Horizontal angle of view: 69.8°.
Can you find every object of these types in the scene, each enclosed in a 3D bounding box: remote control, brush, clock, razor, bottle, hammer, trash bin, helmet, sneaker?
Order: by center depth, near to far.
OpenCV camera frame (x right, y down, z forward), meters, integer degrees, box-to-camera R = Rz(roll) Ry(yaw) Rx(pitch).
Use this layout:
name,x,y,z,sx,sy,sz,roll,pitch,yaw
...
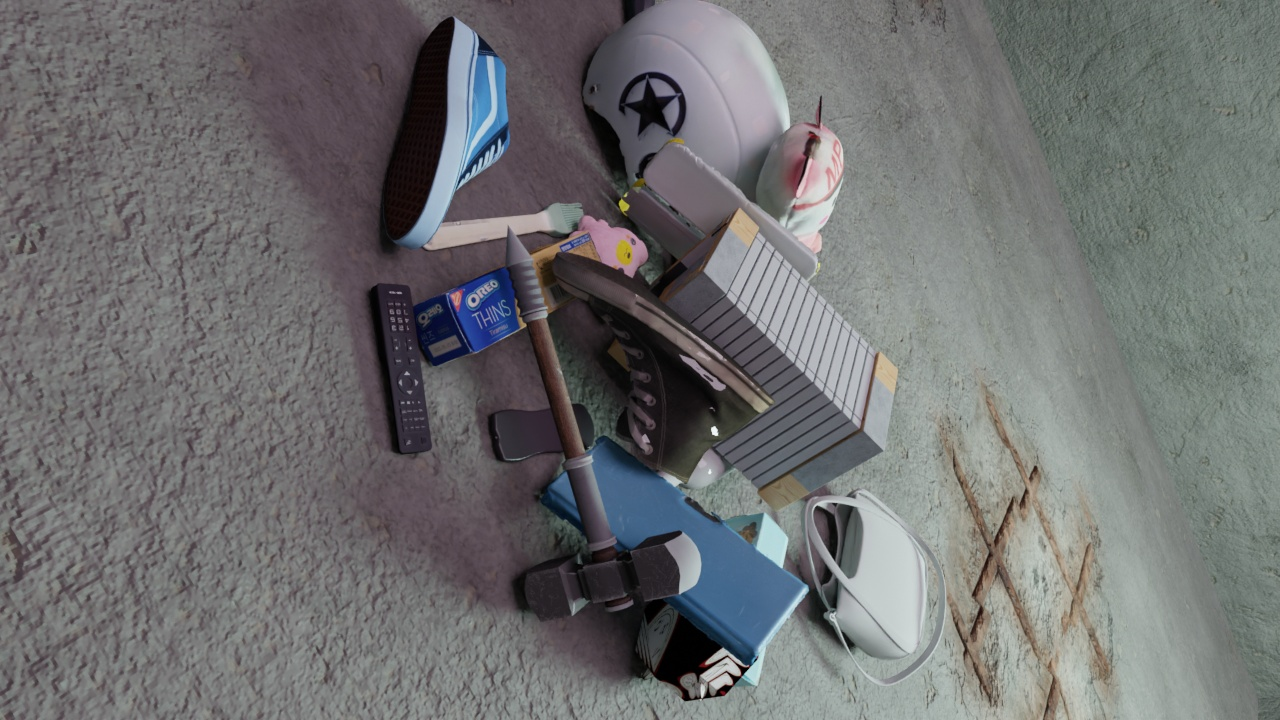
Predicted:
name,x,y,z,sx,sy,sz,roll,pitch,yaw
remote control,-0.191,0.006,0.729,0.032,0.015,0.136,-1,78,-50
hammer,-0.062,0.046,0.750,0.043,0.156,0.322,-14,88,-70
sneaker,-0.152,-0.189,0.803,0.098,0.084,0.240,31,50,-39
sneaker,-0.005,0.004,0.825,0.234,0.120,0.095,39,8,-16
remote control,-0.086,0.065,0.834,0.124,0.009,0.046,-3,77,-51
clock,0.059,0.230,0.850,0.065,0.115,0.154,46,62,-28
brush,-0.124,-0.127,0.867,0.217,0.012,0.033,-19,90,-51
trash bin,0.120,0.000,0.944,0.247,0.143,0.142,44,37,-10
bottle,0.071,0.103,0.973,0.194,0.053,0.052,-19,90,-52
helmet,0.081,-0.289,1.048,0.264,0.164,0.235,58,40,-8
razor,0.004,-0.460,1.136,0.052,0.047,0.142,11,67,-21

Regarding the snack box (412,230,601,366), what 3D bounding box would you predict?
name,x,y,z,sx,sy,sz,roll,pitch,yaw
snack box,-0.112,-0.061,0.818,0.206,0.056,0.057,-35,105,-51

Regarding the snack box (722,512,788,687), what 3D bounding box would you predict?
name,x,y,z,sx,sy,sz,roll,pitch,yaw
snack box,0.091,0.240,0.923,0.053,0.075,0.174,47,45,-27

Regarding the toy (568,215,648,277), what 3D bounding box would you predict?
name,x,y,z,sx,sy,sz,roll,pitch,yaw
toy,-0.034,-0.105,0.934,0.093,0.050,0.102,50,43,-28

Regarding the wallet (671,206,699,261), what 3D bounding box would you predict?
name,x,y,z,sx,sy,sz,roll,pitch,yaw
wallet,0.065,-0.141,1.098,0.087,0.013,0.120,19,61,-50

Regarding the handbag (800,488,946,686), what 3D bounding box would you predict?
name,x,y,z,sx,sy,sz,roll,pitch,yaw
handbag,0.271,0.256,1.123,0.222,0.096,0.215,44,43,-23

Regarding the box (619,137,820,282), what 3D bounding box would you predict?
name,x,y,z,sx,sy,sz,roll,pitch,yaw
box,0.081,-0.134,0.982,0.209,0.130,0.038,40,50,-7

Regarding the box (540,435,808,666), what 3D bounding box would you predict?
name,x,y,z,sx,sy,sz,roll,pitch,yaw
box,0.026,0.164,0.803,0.231,0.049,0.092,35,50,18

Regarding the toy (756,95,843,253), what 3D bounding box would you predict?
name,x,y,z,sx,sy,sz,roll,pitch,yaw
toy,0.170,-0.171,1.015,0.141,0.084,0.214,-57,164,-33
